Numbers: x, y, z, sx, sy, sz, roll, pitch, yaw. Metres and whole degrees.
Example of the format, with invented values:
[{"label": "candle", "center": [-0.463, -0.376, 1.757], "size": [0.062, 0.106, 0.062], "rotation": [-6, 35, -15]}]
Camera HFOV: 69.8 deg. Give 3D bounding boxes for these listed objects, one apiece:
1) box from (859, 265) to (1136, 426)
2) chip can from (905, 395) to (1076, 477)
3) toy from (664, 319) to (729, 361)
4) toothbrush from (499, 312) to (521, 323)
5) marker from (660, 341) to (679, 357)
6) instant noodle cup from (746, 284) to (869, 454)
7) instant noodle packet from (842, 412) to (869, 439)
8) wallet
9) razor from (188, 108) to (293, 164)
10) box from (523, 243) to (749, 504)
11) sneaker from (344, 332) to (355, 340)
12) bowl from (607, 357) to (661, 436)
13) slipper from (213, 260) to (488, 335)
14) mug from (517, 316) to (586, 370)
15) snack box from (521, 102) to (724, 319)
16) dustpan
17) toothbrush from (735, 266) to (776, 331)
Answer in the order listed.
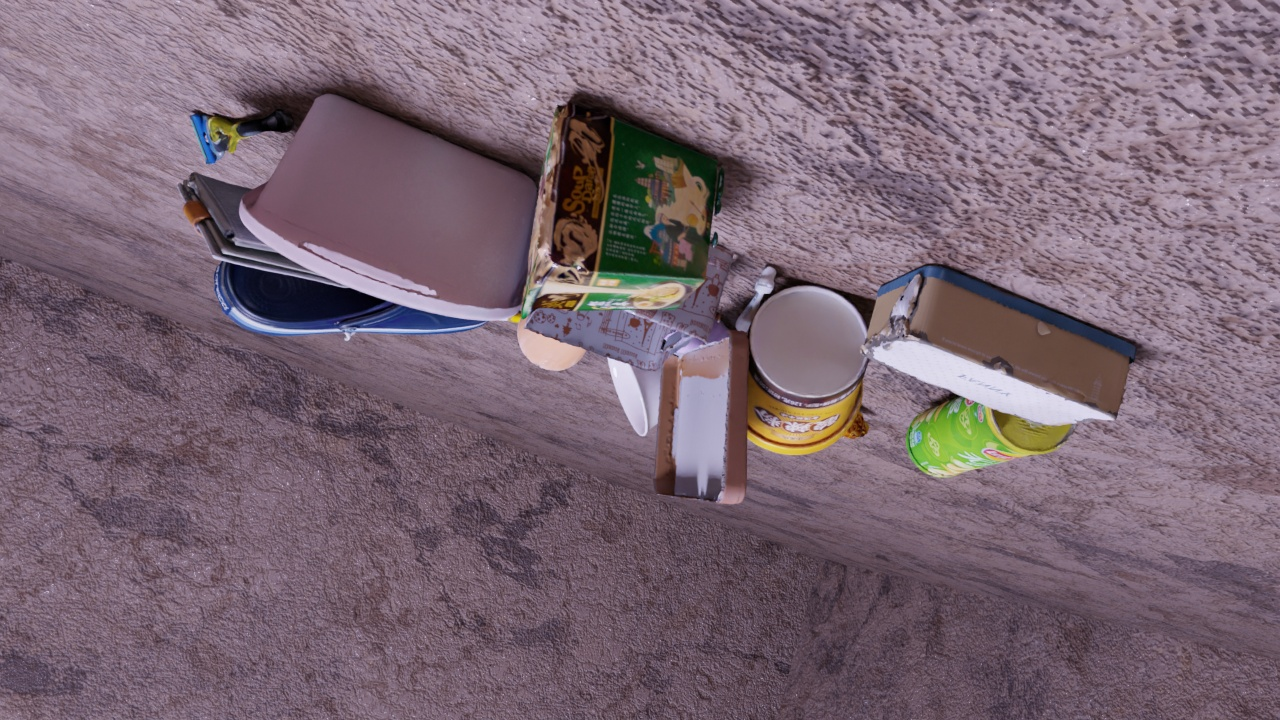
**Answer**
[{"label": "box", "center": [0.254, -0.005, 0.646], "size": [0.184, 0.059, 0.090], "rotation": [19, 169, -12]}, {"label": "chip can", "center": [0.302, 0.060, 0.817], "size": [0.072, 0.072, 0.221], "rotation": [18, 168, 3]}, {"label": "toy", "center": [0.069, -0.016, 0.891], "size": [0.084, 0.038, 0.108], "rotation": [-20, 143, 33]}, {"label": "toothbrush", "center": [-0.157, -0.054, 1.102], "size": [0.192, 0.016, 0.018], "rotation": [10, 154, 33]}, {"label": "marker", "center": [0.005, -0.022, 0.989], "size": [0.124, 0.015, 0.018], "rotation": [25, 170, -9]}, {"label": "instant noodle cup", "center": [0.129, 0.005, 0.741], "size": [0.118, 0.118, 0.114], "rotation": [17, 160, 7]}, {"label": "instant noodle packet", "center": [0.177, 0.054, 1.038], "size": [0.129, 0.044, 0.110], "rotation": [6, 159, 45]}, {"label": "wallet", "center": [-0.277, -0.094, 0.674], "size": [0.106, 0.037, 0.130], "rotation": [10, -158, -43]}, {"label": "razor", "center": [-0.319, -0.188, 0.742], "size": [0.143, 0.022, 0.043], "rotation": [3, 117, 40]}, {"label": "box", "center": [-0.016, -0.001, 0.747], "size": [0.156, 0.226, 0.180], "rotation": [4, 173, -15]}, {"label": "sneaker", "center": [-0.351, -0.072, 1.124], "size": [0.242, 0.090, 0.090], "rotation": [24, 167, -28]}, {"label": "bowl", "center": [0.012, 0.020, 1.035], "size": [0.064, 0.118, 0.118], "rotation": [-19, 174, -12]}, {"label": "slipper", "center": [-0.228, -0.077, 0.790], "size": [0.252, 0.105, 0.095], "rotation": [-5, 171, -37]}, {"label": "mug", "center": [-0.074, -0.040, 0.923], "size": [0.078, 0.078, 0.123], "rotation": [21, 162, -13]}, {"label": "snack box", "center": [-0.013, -0.083, 0.578], "size": [0.105, 0.118, 0.118], "rotation": [10, 169, -10]}, {"label": "dustpan", "center": [-0.190, -0.090, 0.708], "size": [0.222, 0.138, 0.274], "rotation": [20, 167, -9]}, {"label": "toothbrush", "center": [0.096, -0.048, 0.780], "size": [0.016, 0.016, 0.180], "rotation": [19, 170, 4]}]
